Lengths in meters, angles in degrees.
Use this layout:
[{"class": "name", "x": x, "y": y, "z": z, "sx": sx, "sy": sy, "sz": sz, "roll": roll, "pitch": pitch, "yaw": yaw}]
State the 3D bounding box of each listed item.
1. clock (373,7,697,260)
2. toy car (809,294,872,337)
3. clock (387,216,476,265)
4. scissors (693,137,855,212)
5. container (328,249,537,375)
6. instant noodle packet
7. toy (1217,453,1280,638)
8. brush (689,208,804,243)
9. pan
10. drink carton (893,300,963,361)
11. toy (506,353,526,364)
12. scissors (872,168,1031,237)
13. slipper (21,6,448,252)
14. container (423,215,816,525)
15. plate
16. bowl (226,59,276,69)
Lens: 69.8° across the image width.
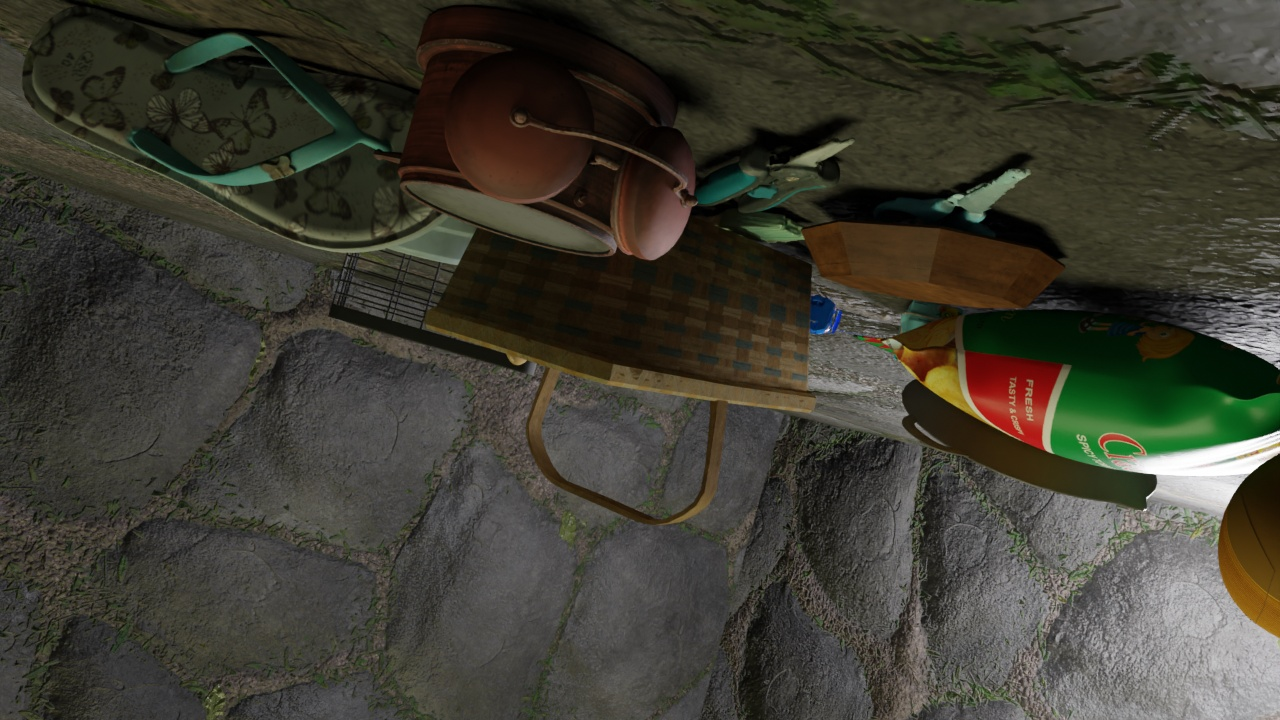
[{"class": "clock", "x": -0.040, "y": -0.093, "z": 0.398, "sx": 0.120, "sy": 0.072, "sz": 0.158, "roll": 18, "pitch": 177, "yaw": -38}, {"class": "toy car", "x": 0.158, "y": -0.032, "z": 0.800, "sx": 0.062, "sy": 0.033, "sz": 0.092, "roll": 27, "pitch": 171, "yaw": -37}, {"class": "clock", "x": -0.197, "y": -0.119, "z": 0.764, "sx": 0.159, "sy": 0.045, "sz": 0.122, "roll": 12, "pitch": -169, "yaw": -22}, {"class": "scissors", "x": 0.068, "y": -0.088, "z": 0.441, "sx": 0.129, "sy": 0.019, "sz": 0.137, "roll": 4, "pitch": 179, "yaw": 30}, {"class": "container", "x": -0.200, "y": -0.076, "z": 0.964, "sx": 0.241, "sy": 0.130, "sz": 0.163, "roll": 17, "pitch": 177, "yaw": -13}, {"class": "instant noodle packet", "x": 0.289, "y": 0.020, "z": 0.564, "sx": 0.253, "sy": 0.090, "sz": 0.195, "roll": 11, "pitch": 177, "yaw": 43}, {"class": "toy", "x": 0.379, "y": 0.089, "z": 0.409, "sx": 0.204, "sy": 0.162, "sz": 0.199, "roll": -6, "pitch": 129, "yaw": 19}, {"class": "brush", "x": 0.026, "y": -0.094, "z": 0.621, "sx": 0.033, "sy": 0.012, "sz": 0.218, "roll": 17, "pitch": 178, "yaw": -39}, {"class": "pan", "x": 0.358, "y": 0.047, "z": 0.743, "sx": 0.353, "sy": 0.024, "sz": 0.216, "roll": 1, "pitch": -155, "yaw": -28}, {"class": "drink carton", "x": 0.220, "y": -0.019, "z": 0.707, "sx": 0.044, "sy": 0.038, "sz": 0.129, "roll": 15, "pitch": 177, "yaw": 14}, {"class": "toy", "x": -0.054, "y": -0.067, "z": 0.750, "sx": 0.108, "sy": 0.134, "sz": 0.105, "roll": -8, "pitch": 171, "yaw": 23}, {"class": "scissors", "x": 0.150, "y": -0.068, "z": 0.419, "sx": 0.063, "sy": 0.015, "sz": 0.138, "roll": 18, "pitch": -178, "yaw": -2}, {"class": "slipper", "x": -0.223, "y": -0.127, "z": 0.497, "sx": 0.269, "sy": 0.098, "sz": 0.054, "roll": 17, "pitch": 179, "yaw": 6}, {"class": "container", "x": -0.003, "y": 0.003, "z": 0.593, "sx": 0.158, "sy": 0.186, "sz": 0.249, "roll": 16, "pitch": -176, "yaw": 39}, {"class": "plate", "x": 0.151, "y": -0.049, "z": 0.488, "sx": 0.131, "sy": 0.025, "sz": 0.131, "roll": 10, "pitch": -178, "yaw": 0}, {"class": "bowl", "x": -0.204, "y": -0.129, "z": 0.598, "sx": 0.153, "sy": 0.073, "sz": 0.153, "roll": 16, "pitch": 178, "yaw": 0}]
